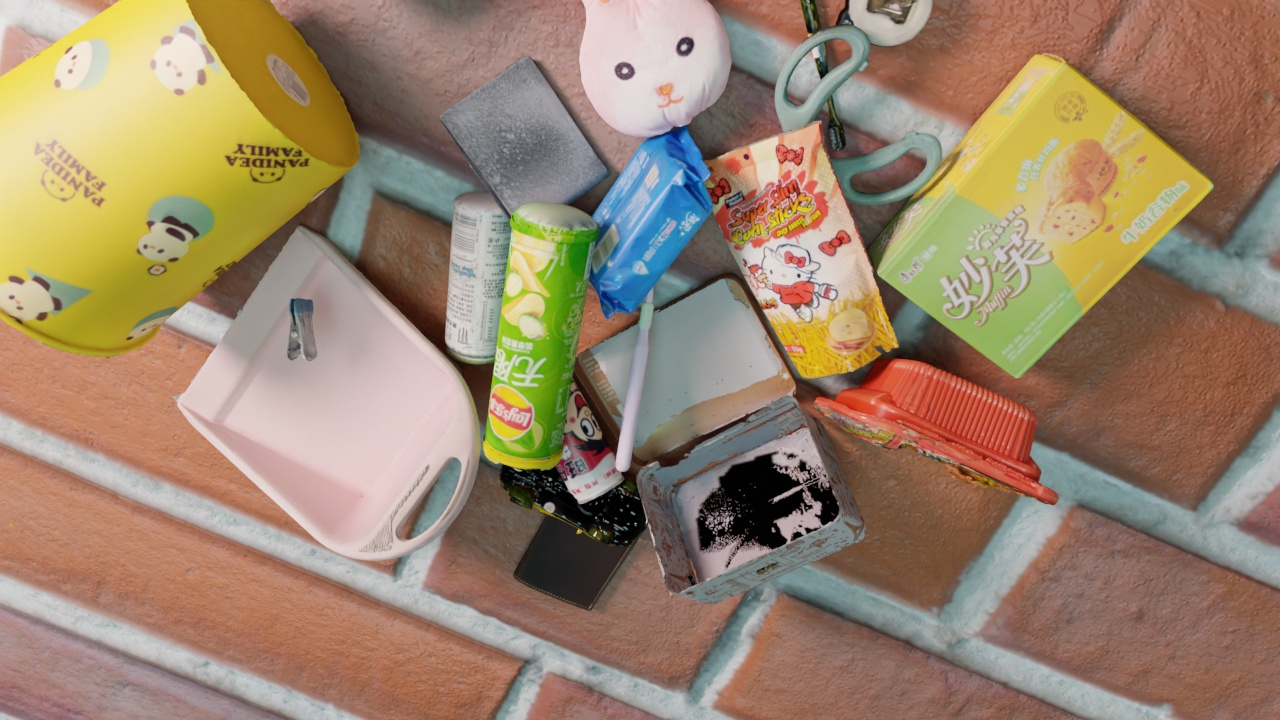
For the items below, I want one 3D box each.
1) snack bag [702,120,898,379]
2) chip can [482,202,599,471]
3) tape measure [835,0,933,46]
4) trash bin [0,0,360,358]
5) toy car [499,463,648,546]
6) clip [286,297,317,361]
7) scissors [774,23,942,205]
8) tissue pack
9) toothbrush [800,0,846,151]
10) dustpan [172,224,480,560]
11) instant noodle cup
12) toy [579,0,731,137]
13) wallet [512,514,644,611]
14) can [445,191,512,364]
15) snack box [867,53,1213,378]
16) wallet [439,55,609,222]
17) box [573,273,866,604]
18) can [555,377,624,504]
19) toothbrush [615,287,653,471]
[{"bbox_3d":[0.132,-0.089,0.770,0.129,0.073,0.208,-8,119,44],"label":"snack bag"},{"bbox_3d":[-0.085,-0.020,0.765,0.072,0.072,0.222,12,111,1],"label":"chip can"},{"bbox_3d":[0.190,-0.276,0.704,0.066,0.033,0.066,15,116,0],"label":"tape measure"},{"bbox_3d":[-0.383,-0.164,0.728,0.255,0.229,0.229,-30,107,12],"label":"trash bin"},{"bbox_3d":[-0.064,0.129,0.898,0.156,0.041,0.071,27,77,-3],"label":"toy car"},{"bbox_3d":[-0.302,-0.028,0.819,0.030,0.024,0.057,3,92,21],"label":"clip"},{"bbox_3d":[0.148,-0.191,0.735,0.173,0.019,0.179,-3,121,26],"label":"scissors"},{"bbox_3d":[0.005,-0.116,0.764,0.052,0.095,0.157,23,117,-30],"label":"tissue pack"},{"bbox_3d":[0.138,-0.256,0.727,0.012,0.017,0.186,-7,114,27],"label":"toothbrush"},{"bbox_3d":[-0.272,0.042,0.822,0.273,0.138,0.223,33,99,-12],"label":"dustpan"},{"bbox_3d":[0.256,0.055,0.786,0.189,0.164,0.079,24,91,-5],"label":"instant noodle cup"},{"bbox_3d":[0.002,-0.260,0.726,0.121,0.054,0.159,-20,102,14],"label":"toy"},{"bbox_3d":[-0.065,0.199,0.953,0.096,0.020,0.122,26,113,-9],"label":"wallet"},{"bbox_3d":[-0.142,-0.073,0.819,0.058,0.058,0.147,10,115,2],"label":"can"},{"bbox_3d":[0.313,-0.112,0.741,0.157,0.070,0.210,34,113,-9],"label":"snack box"},{"bbox_3d":[-0.095,-0.178,0.764,0.097,0.019,0.121,-40,107,-18],"label":"wallet"},{"bbox_3d":[0.072,0.074,0.842,0.179,0.124,0.274,-28,80,18],"label":"box"},{"bbox_3d":[-0.067,0.064,0.855,0.053,0.053,0.132,-28,91,17],"label":"can"},{"bbox_3d":[-0.005,0.005,0.813,0.021,0.029,0.189,7,89,-21],"label":"toothbrush"}]
